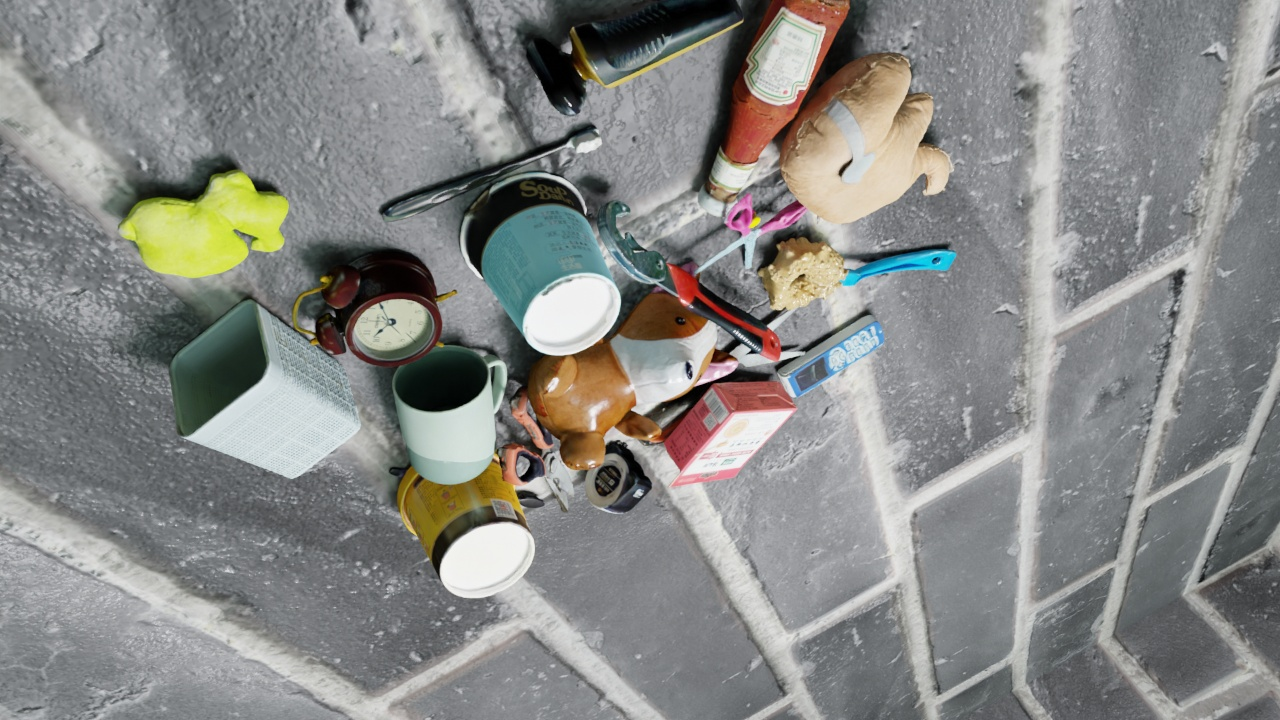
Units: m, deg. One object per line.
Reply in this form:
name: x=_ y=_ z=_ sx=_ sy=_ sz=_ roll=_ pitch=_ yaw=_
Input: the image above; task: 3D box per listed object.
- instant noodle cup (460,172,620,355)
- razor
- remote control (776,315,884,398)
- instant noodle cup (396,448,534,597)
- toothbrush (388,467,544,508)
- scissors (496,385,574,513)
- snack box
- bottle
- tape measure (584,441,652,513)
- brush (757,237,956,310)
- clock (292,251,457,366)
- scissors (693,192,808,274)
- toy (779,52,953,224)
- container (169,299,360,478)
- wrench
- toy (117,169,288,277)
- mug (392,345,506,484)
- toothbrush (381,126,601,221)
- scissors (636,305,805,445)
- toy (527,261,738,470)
instant noodle cup: x=-0.074 y=-0.070 z=0.724 sx=0.111 sy=0.120 sz=0.111 roll=-16 pitch=137 yaw=-16
razor: x=0.000 y=-0.230 z=0.666 sx=0.167 sy=0.062 sz=0.068 roll=-27 pitch=170 yaw=-12
remote control: x=0.214 y=-0.005 z=1.032 sx=0.125 sy=0.024 sz=0.049 roll=-33 pitch=139 yaw=1
instant noodle cup: x=-0.165 y=0.157 z=0.893 sx=0.118 sy=0.114 sz=0.119 roll=-14 pitch=126 yaw=-21
toothbrush: x=-0.177 y=0.131 z=0.955 sx=0.188 sy=0.016 sz=0.014 roll=20 pitch=110 yaw=-39
scissors: x=-0.102 y=0.111 z=0.932 sx=0.015 sy=0.198 sz=0.205 roll=7 pitch=112 yaw=16
snack box: x=0.092 y=0.080 z=1.013 sx=0.113 sy=0.044 sz=0.127 roll=0 pitch=138 yaw=-45
bottle: x=0.098 y=-0.205 z=0.737 sx=0.059 sy=0.059 sz=0.207 roll=-3 pitch=139 yaw=-28
tape measure: x=-0.027 y=0.133 z=1.000 sx=0.066 sy=0.065 sz=0.033 roll=-46 pitch=139 yaw=16
brush: x=0.227 y=-0.095 z=0.943 sx=0.254 sy=0.046 sz=0.083 roll=-9 pitch=137 yaw=-29
clock: x=-0.211 y=-0.039 z=0.725 sx=0.121 sy=0.055 sz=0.082 roll=1 pitch=131 yaw=-29
scissors: x=0.104 y=-0.118 z=0.838 sx=0.134 sy=0.017 sz=0.133 roll=-32 pitch=158 yaw=-7
toy: x=0.202 y=-0.178 z=0.805 sx=0.144 sy=0.082 sz=0.225 roll=-40 pitch=154 yaw=21
container: x=-0.291 y=0.029 z=0.724 sx=0.090 sy=0.090 sz=0.111 roll=-36 pitch=142 yaw=7
wrench: x=0.053 y=-0.059 z=0.825 sx=0.016 sy=0.056 sz=0.273 roll=-18 pitch=146 yaw=35
toy: x=-0.301 y=-0.091 z=0.640 sx=0.100 sy=0.031 sz=0.096 roll=-42 pitch=140 yaw=13
mug: x=-0.164 y=0.045 z=0.828 sx=0.111 sy=0.082 sz=0.106 roll=-41 pitch=148 yaw=-35
toothbrush: x=-0.114 y=-0.142 z=0.709 sx=0.181 sy=0.018 sz=0.016 roll=-22 pitch=142 yaw=-7
scissors: x=0.068 y=0.014 z=0.968 sx=0.227 sy=0.021 sz=0.221 roll=16 pitch=122 yaw=-39
toy: x=-0.005 y=0.005 z=0.845 sx=0.199 sy=0.130 sz=0.140 roll=-28 pitch=116 yaw=-21
